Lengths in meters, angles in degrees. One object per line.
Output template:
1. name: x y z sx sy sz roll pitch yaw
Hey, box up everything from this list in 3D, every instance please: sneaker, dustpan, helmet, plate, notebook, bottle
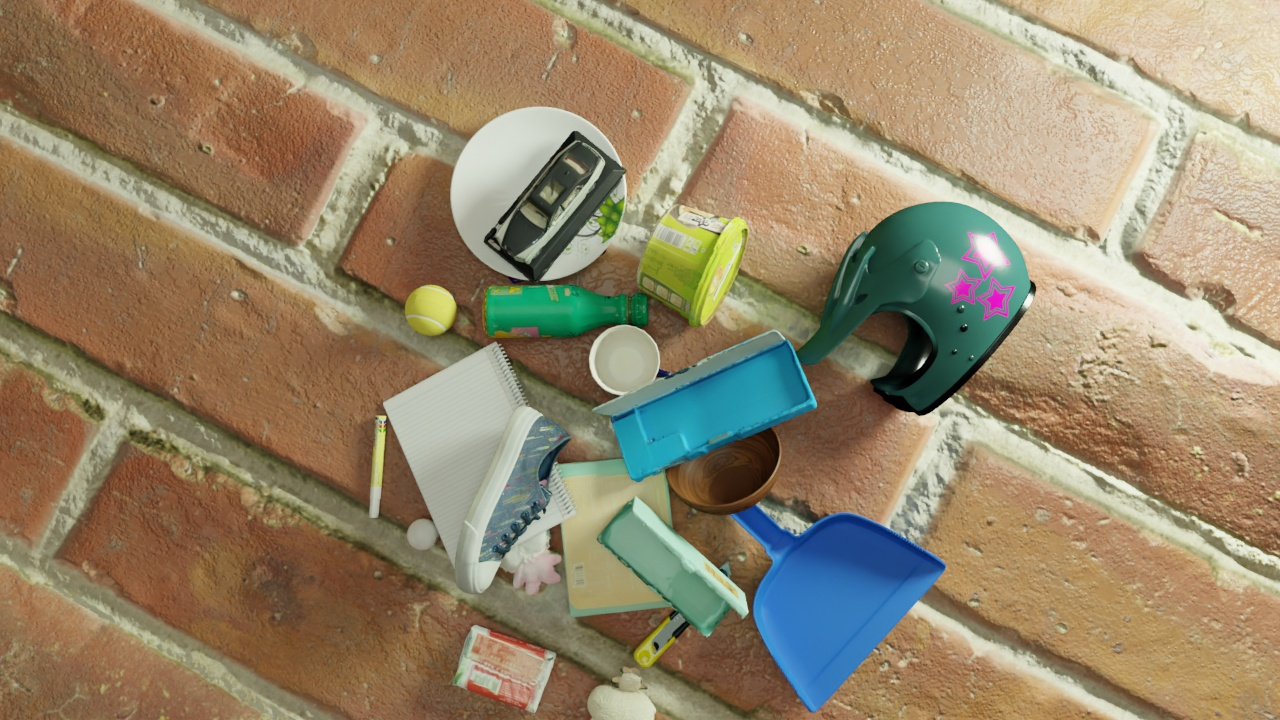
1. sneaker: -0.152 0.175 1.105 0.079 0.087 0.235 19 85 12
2. dustpan: 0.203 0.259 1.158 0.245 0.059 0.257 -46 68 -3
3. helmet: 0.328 -0.070 1.126 0.200 0.176 0.275 37 102 -2
4. plate: -0.133 -0.217 1.207 0.229 0.030 0.229 0 87 1
5. notebook: -0.207 0.122 1.171 0.178 0.013 0.245 -28 79 7
6. bottle: -0.095 -0.063 1.178 0.210 0.068 0.068 -1 86 1

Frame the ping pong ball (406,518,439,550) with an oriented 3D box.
1. ping pong ball: -0.279 0.223 1.177 0.040 0.040 0.040 0 86 1

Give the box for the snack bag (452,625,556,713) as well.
1. snack bag: -0.173 0.392 1.168 0.116 0.036 0.077 18 86 2

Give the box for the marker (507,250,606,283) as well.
1. marker: -0.110 -0.127 1.208 0.134 0.015 0.018 -16 67 0

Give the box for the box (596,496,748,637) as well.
1. box: 0.041 0.252 1.105 0.188 0.093 0.077 43 82 -2

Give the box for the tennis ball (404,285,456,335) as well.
1. tennis ball: -0.270 -0.064 1.182 0.065 0.065 0.065 0 86 1

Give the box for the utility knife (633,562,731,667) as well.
1. utility knife: 0.057 0.326 1.178 0.029 0.020 0.172 44 87 1

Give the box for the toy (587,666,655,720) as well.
1. toy: -0.024 0.437 1.156 0.087 0.050 0.112 17 83 1

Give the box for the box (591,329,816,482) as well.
1. box: 0.073 0.050 1.089 0.244 0.115 0.093 -24 68 12

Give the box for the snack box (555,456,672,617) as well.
1. snack box: -0.029 0.222 1.172 0.141 0.044 0.193 -6 87 0

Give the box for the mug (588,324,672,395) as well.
1. mug: -0.007 0.007 1.162 0.112 0.089 0.085 18 87 2

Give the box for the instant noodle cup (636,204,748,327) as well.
1. instant noodle cup: 0.063 -0.124 1.149 0.098 0.146 0.146 25 87 13

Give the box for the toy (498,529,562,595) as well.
1. toy: -0.146 0.246 1.170 0.096 0.041 0.109 -36 75 4

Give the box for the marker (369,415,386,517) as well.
1. marker: -0.343 0.138 1.197 0.014 0.014 0.132 3 87 1

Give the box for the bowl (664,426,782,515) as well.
1. bowl: 0.110 0.141 1.152 0.147 0.069 0.147 -13 44 12

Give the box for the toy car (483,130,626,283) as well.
1. toy car: -0.111 -0.201 1.155 0.094 0.071 0.191 40 89 5
